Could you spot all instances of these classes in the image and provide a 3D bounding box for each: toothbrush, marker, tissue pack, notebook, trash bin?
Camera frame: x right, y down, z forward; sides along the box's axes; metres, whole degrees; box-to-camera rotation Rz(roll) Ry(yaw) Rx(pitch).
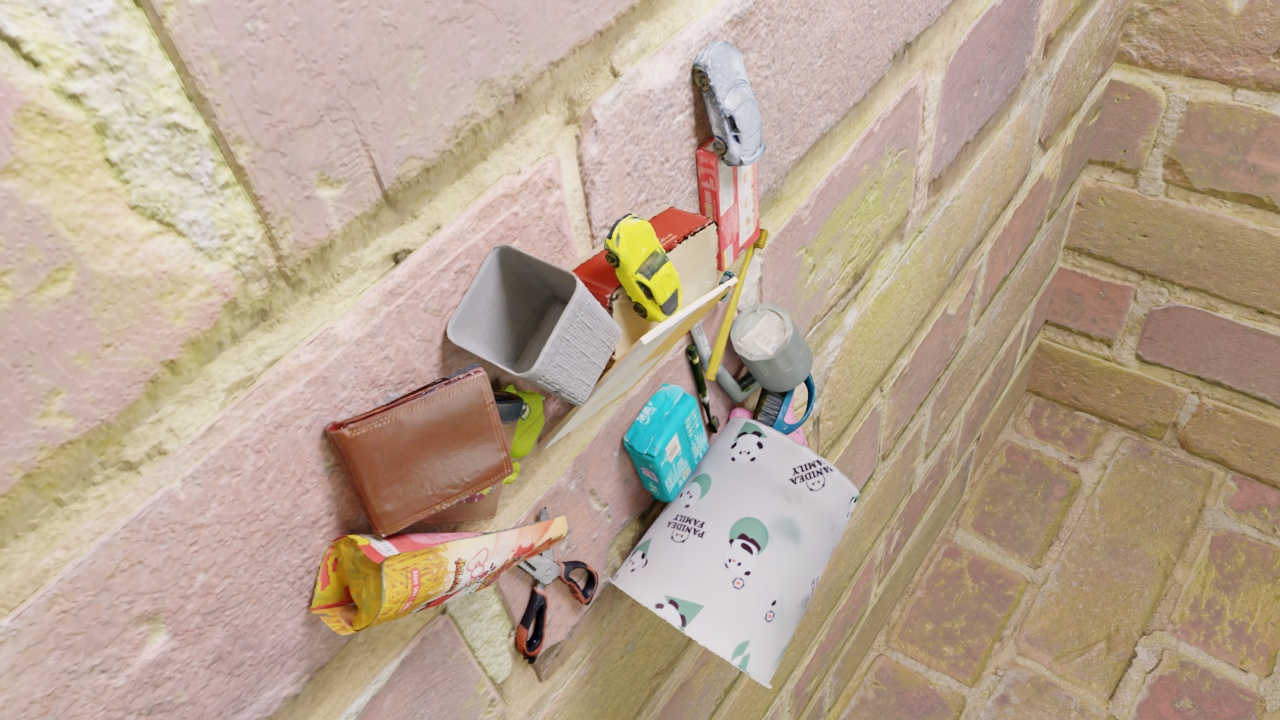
[{"bbox_3d":[0.088,-0.075,0.980,0.018,0.016,0.191,-53,176,-1],"label":"toothbrush"},{"bbox_3d":[0.068,-0.026,1.057,0.017,0.017,0.145,-53,149,-19],"label":"marker"},{"bbox_3d":[0.079,0.036,1.128,0.017,0.012,0.186,-57,150,-25],"label":"toothbrush"},{"bbox_3d":[0.032,0.098,1.059,0.093,0.050,0.133,-53,149,-23],"label":"tissue pack"},{"bbox_3d":[0.113,-0.066,1.079,0.015,0.017,0.190,21,88,-63],"label":"toothbrush"},{"bbox_3d":[-0.005,0.005,0.858,0.145,0.010,0.207,-34,172,-43],"label":"notebook"},{"bbox_3d":[0.121,0.220,1.108,0.251,0.230,0.229,-57,150,-11],"label":"trash bin"}]

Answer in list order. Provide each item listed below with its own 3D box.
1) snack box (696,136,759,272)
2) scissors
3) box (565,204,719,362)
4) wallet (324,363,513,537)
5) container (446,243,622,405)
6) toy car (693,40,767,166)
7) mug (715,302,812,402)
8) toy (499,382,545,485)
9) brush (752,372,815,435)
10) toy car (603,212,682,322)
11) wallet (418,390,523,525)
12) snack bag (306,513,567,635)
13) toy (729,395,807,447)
[{"bbox_3d":[0.095,-0.175,0.979,0.075,0.025,0.153,-46,146,-30],"label":"snack box"},{"bbox_3d":[-0.098,0.242,0.995,0.188,0.015,0.226,-11,122,-55],"label":"scissors"},{"bbox_3d":[0.009,-0.071,0.864,0.167,0.078,0.091,-38,140,-38],"label":"box"},{"bbox_3d":[-0.162,0.066,0.694,0.124,0.032,0.101,-25,125,-21],"label":"wallet"},{"bbox_3d":[-0.080,-0.024,0.750,0.090,0.090,0.114,-61,154,-6],"label":"container"},{"bbox_3d":[0.088,-0.245,0.880,0.054,0.037,0.121,-43,125,-31],"label":"toy car"},{"bbox_3d":[0.150,-0.004,1.157,0.124,0.083,0.103,-38,148,4],"label":"mug"},{"bbox_3d":[-0.120,0.069,0.811,0.100,0.031,0.097,-46,142,-20],"label":"toy"},{"bbox_3d":[0.198,0.049,1.235,0.055,0.073,0.143,113,2,-47],"label":"brush"},{"bbox_3d":[0.006,-0.077,0.780,0.048,0.032,0.105,-51,132,-23],"label":"toy car"},{"bbox_3d":[-0.149,0.080,0.753,0.090,0.033,0.115,2,114,-36],"label":"wallet"},{"bbox_3d":[-0.164,0.173,0.768,0.129,0.073,0.207,-37,158,26],"label":"snack bag"},{"bbox_3d":[0.186,0.132,1.300,0.194,0.075,0.178,-17,105,-50],"label":"toy"}]
